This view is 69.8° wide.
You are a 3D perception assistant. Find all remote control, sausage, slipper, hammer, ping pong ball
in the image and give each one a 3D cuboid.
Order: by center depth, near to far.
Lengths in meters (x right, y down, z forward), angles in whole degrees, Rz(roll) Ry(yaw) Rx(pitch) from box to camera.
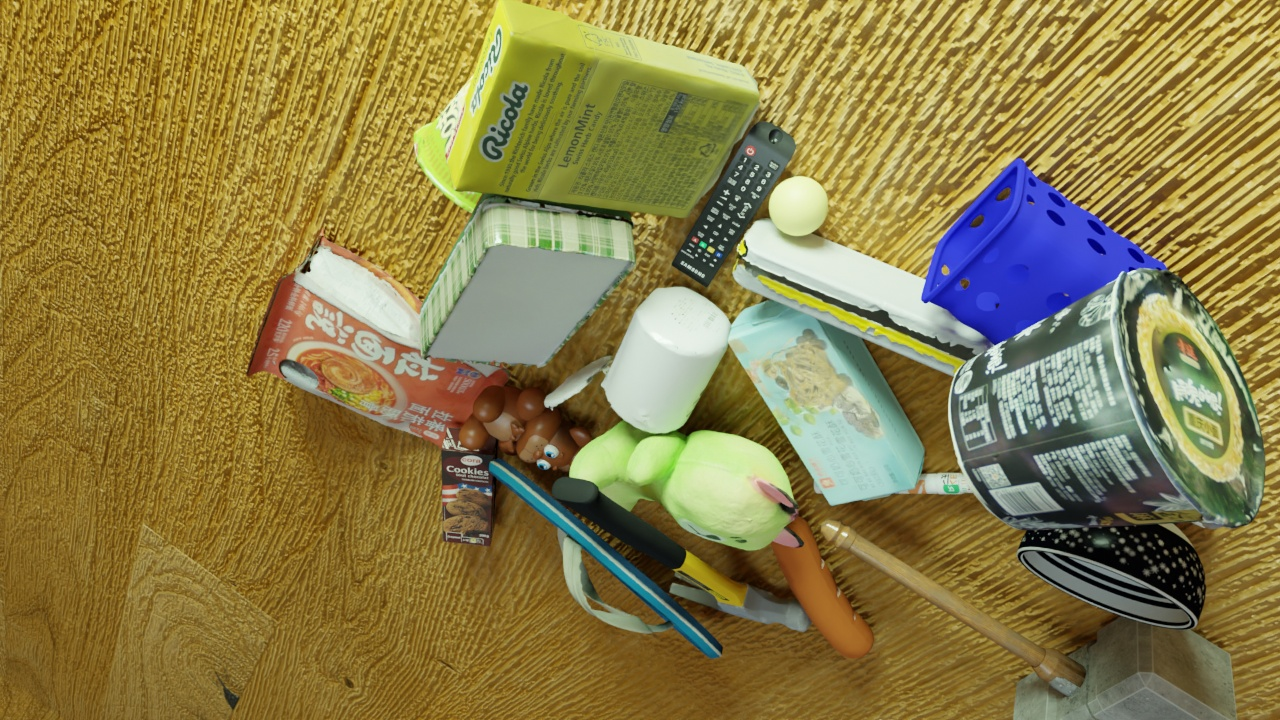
[{"bbox_3d":[0.108,-0.105,0.626,0.040,0.040,0.040,14,129,18],"label":"ping pong ball"},{"bbox_3d":[0.064,-0.107,0.659,0.033,0.015,0.147,32,136,0],"label":"remote control"},{"bbox_3d":[0.285,0.218,0.749,0.317,0.082,0.163,32,133,3],"label":"hammer"},{"bbox_3d":[0.029,0.168,0.787,0.127,0.029,0.323,2,153,37],"label":"hammer"},{"bbox_3d":[0.164,0.210,0.833,0.039,0.044,0.164,2,129,58],"label":"sausage"},{"bbox_3d":[-0.045,0.206,0.896,0.295,0.060,0.118,42,171,-9],"label":"slipper"}]

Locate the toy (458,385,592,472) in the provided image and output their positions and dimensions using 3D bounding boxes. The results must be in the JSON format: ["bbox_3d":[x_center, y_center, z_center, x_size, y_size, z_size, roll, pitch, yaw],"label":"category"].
[{"bbox_3d":[-0.098,0.072,0.856,0.127,0.065,0.095,30,136,-2],"label":"toy"}]

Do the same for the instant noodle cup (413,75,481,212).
[{"bbox_3d":[-0.092,-0.170,0.653,0.099,0.098,0.108,42,124,-7],"label":"instant noodle cup"}]

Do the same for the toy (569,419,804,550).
[{"bbox_3d":[0.045,0.100,0.774,0.197,0.107,0.150,2,152,18],"label":"toy"}]

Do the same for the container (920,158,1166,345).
[{"bbox_3d":[0.250,-0.049,0.565,0.113,0.084,0.085,35,133,-1],"label":"container"}]

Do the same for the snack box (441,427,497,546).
[{"bbox_3d":[-0.177,0.134,0.952,0.051,0.031,0.141,7,130,-3],"label":"snack box"}]

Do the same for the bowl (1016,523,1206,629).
[{"bbox_3d":[0.343,0.135,0.659,0.120,0.066,0.120,27,166,7],"label":"bowl"}]

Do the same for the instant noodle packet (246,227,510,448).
[{"bbox_3d":[-0.249,-0.001,0.893,0.221,0.083,0.165,31,133,-12],"label":"instant noodle packet"}]

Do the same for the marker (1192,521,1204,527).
[{"bbox_3d":[0.343,0.084,0.660,0.133,0.020,0.017,24,141,10],"label":"marker"}]

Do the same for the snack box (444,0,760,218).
[{"bbox_3d":[-0.023,-0.155,0.597,0.180,0.045,0.122,3,140,-28],"label":"snack box"}]

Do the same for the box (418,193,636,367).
[{"bbox_3d":[-0.093,-0.055,0.706,0.117,0.051,0.206,3,157,-25],"label":"box"}]

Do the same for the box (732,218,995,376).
[{"bbox_3d":[0.166,-0.042,0.628,0.210,0.064,0.037,24,132,10],"label":"box"}]

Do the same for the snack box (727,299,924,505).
[{"bbox_3d":[0.144,0.028,0.701,0.075,0.053,0.175,-19,113,37],"label":"snack box"}]

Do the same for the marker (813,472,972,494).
[{"bbox_3d":[0.212,0.100,0.742,0.146,0.017,0.017,-5,121,31],"label":"marker"}]

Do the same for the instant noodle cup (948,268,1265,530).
[{"bbox_3d":[0.241,0.030,0.493,0.137,0.136,0.113,49,140,-13],"label":"instant noodle cup"}]

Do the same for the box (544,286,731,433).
[{"bbox_3d":[-0.006,0.004,0.746,0.126,0.084,0.156,28,129,6],"label":"box"}]
